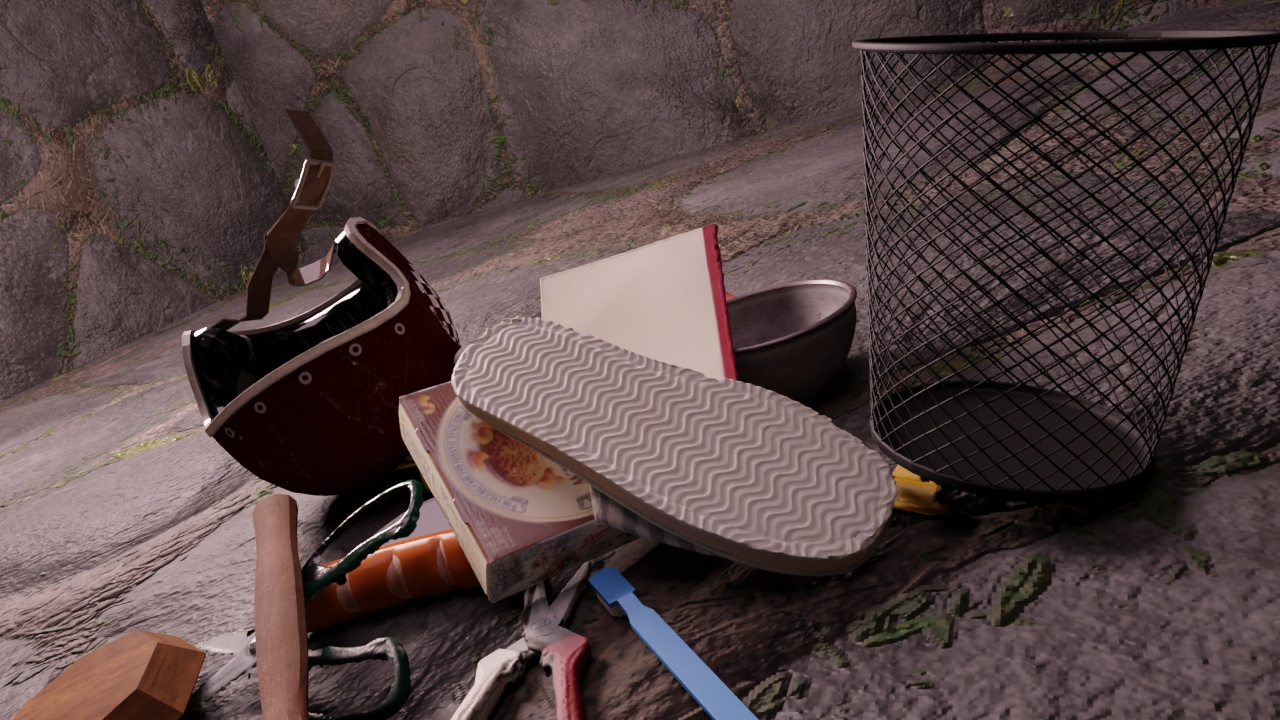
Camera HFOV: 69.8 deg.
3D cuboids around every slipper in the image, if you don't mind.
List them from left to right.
[{"bbox_3d":[0.010,0.047,0.532,0.273,0.054,0.114,21,48,20],"label":"slipper"}]

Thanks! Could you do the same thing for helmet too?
[{"bbox_3d":[-0.270,-0.014,0.796,0.233,0.253,0.233,-32,-9,7],"label":"helmet"}]

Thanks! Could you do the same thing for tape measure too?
[{"bbox_3d":[-0.170,0.089,0.749,0.061,0.034,0.062,-24,8,-34],"label":"tape measure"}]

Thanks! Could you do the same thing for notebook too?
[{"bbox_3d":[-0.004,0.004,0.664,0.153,0.012,0.208,-16,56,18],"label":"notebook"}]

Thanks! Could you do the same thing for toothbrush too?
[{"bbox_3d":[0.013,0.142,0.451,0.016,0.014,0.167,-25,22,-19],"label":"toothbrush"}]

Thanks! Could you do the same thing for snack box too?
[{"bbox_3d":[-0.058,0.060,0.581,0.146,0.041,0.143,-19,48,-25],"label":"snack box"}]

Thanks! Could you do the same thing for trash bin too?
[{"bbox_3d":[0.197,-0.054,0.468,0.184,0.210,0.183,-2,20,0],"label":"trash bin"}]

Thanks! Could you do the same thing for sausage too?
[{"bbox_3d":[-0.152,0.137,0.586,0.164,0.039,0.044,-16,23,8],"label":"sausage"}]

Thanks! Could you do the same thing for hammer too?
[{"bbox_3d":[-0.184,0.158,0.468,0.115,0.033,0.323,-27,29,-10],"label":"hammer"}]

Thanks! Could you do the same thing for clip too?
[{"bbox_3d":[0.156,0.071,0.518,0.053,0.037,0.046,1,39,51],"label":"clip"}]

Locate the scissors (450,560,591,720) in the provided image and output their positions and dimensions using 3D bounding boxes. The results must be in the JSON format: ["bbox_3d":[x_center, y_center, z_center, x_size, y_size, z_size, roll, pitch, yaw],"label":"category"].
[{"bbox_3d":[-0.056,0.159,0.458,0.178,0.015,0.187,-30,19,-34],"label":"scissors"}]

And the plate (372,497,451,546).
[{"bbox_3d":[-0.150,0.122,0.674,0.134,0.011,0.134,-17,17,5],"label":"plate"}]

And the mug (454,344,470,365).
[{"bbox_3d":[-0.106,0.023,0.772,0.091,0.110,0.073,-4,49,40],"label":"mug"}]

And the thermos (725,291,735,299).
[{"bbox_3d":[0.040,-0.042,0.882,0.240,0.073,0.073,8,31,44],"label":"thermos"}]

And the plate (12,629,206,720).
[{"bbox_3d":[-0.320,0.205,0.533,0.131,0.025,0.131,-22,25,11],"label":"plate"}]

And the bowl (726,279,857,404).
[{"bbox_3d":[0.103,-0.006,0.712,0.145,0.067,0.144,-17,17,5],"label":"bowl"}]

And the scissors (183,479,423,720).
[{"bbox_3d":[-0.192,0.168,0.525,0.206,0.015,0.179,-40,41,-3],"label":"scissors"}]
